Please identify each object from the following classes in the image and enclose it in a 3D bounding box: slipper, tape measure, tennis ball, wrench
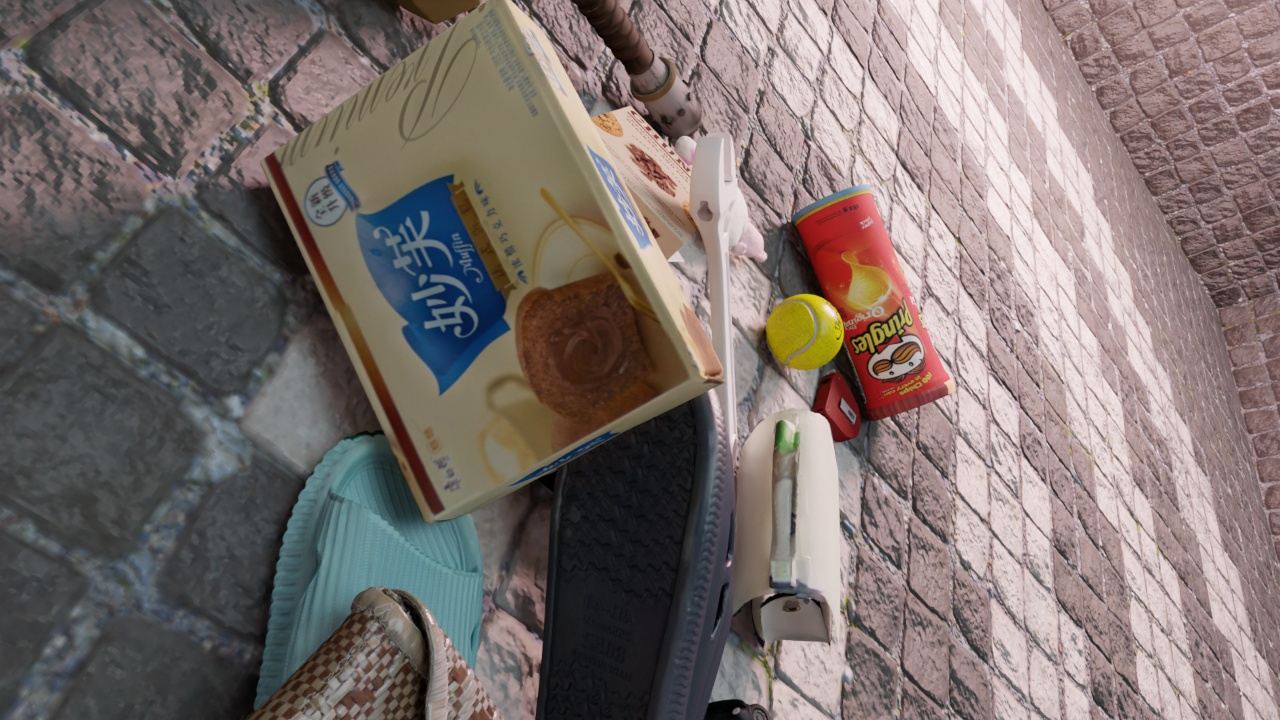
[{"bbox_3d":[0.010,0.128,0.483,0.083,0.111,0.268,13,83,-43],"label":"slipper"},{"bbox_3d":[0.184,0.044,0.842,0.051,0.019,0.058,48,42,-22],"label":"tape measure"},{"bbox_3d":[-0.116,0.157,0.398,0.116,0.070,0.275,36,48,-38],"label":"slipper"},{"bbox_3d":[0.142,-0.025,0.791,0.065,0.066,0.065,25,54,-40],"label":"tennis ball"},{"bbox_3d":[0.054,-0.024,0.612,0.066,0.018,0.274,-69,159,-48],"label":"wrench"}]

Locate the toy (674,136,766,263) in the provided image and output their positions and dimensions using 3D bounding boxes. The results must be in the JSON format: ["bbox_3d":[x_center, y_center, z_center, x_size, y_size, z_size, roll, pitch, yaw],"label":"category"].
[{"bbox_3d":[0.066,-0.128,0.777,0.125,0.037,0.075,44,35,-36],"label":"toy"}]

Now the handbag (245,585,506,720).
[{"bbox_3d":[-0.087,0.191,0.348,0.123,0.047,0.186,-46,119,-36],"label":"handbag"}]

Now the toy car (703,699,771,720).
[{"bbox_3d":[0.077,0.262,0.588,0.112,0.046,0.034,55,35,-17],"label":"toy car"}]

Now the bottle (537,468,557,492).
[{"bbox_3d":[-0.036,0.053,0.548,0.181,0.059,0.059,46,43,-24],"label":"bottle"}]

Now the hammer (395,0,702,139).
[{"bbox_3d":[-0.033,-0.256,0.651,0.324,0.191,0.100,37,44,-57],"label":"hammer"}]

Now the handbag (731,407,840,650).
[{"bbox_3d":[0.096,0.102,0.631,0.176,0.074,0.151,69,23,-53],"label":"handbag"}]

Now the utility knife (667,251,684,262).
[{"bbox_3d":[-0.035,-0.079,0.652,0.206,0.015,0.031,-4,76,-47],"label":"utility knife"}]

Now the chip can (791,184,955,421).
[{"bbox_3d":[0.223,-0.055,0.886,0.086,0.087,0.213,-15,82,-52],"label":"chip can"}]

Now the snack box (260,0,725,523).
[{"bbox_3d":[-0.075,-0.046,0.450,0.207,0.153,0.055,63,14,9],"label":"snack box"}]

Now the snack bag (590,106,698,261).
[{"bbox_3d":[-0.006,-0.112,0.630,0.094,0.070,0.205,46,24,-4],"label":"snack bag"}]
